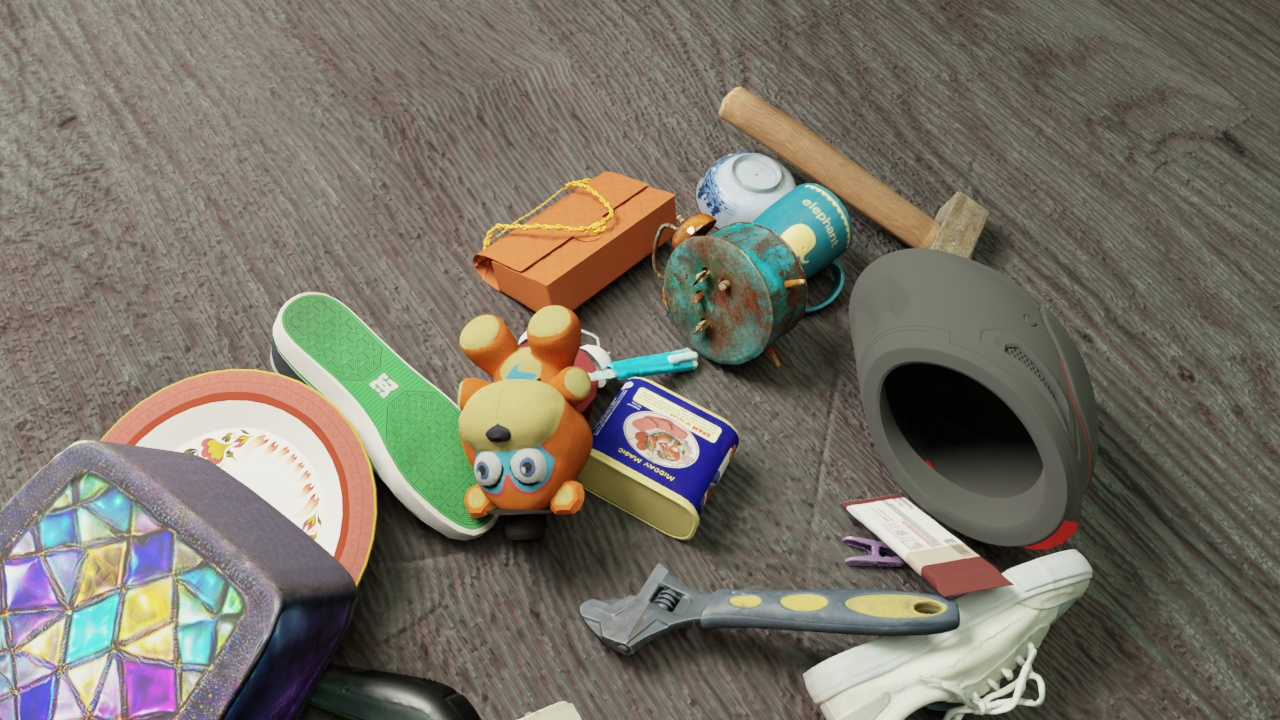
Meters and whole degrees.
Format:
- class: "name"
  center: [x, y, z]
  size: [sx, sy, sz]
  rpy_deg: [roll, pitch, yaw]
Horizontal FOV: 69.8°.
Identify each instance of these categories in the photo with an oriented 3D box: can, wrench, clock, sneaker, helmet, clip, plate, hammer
- class: "can"
  center: [0.014, 0.078, 0.757]
  size: [0.116, 0.057, 0.092]
  rpy_deg: [28, 54, 10]
- class: "wrench"
  center: [0.089, 0.182, 0.668]
  size: [0.273, 0.022, 0.073]
  rpy_deg: [-2, 38, 12]
- class: "clock"
  center: [0.067, -0.068, 0.828]
  size: [0.158, 0.121, 0.073]
  rpy_deg: [33, 44, 26]
- class: "sneaker"
  center: [-0.207, 0.055, 0.736]
  size: [0.235, 0.079, 0.084]
  rpy_deg: [47, 45, 2]
- class: "helmet"
  center: [0.282, 0.017, 0.776]
  size: [0.264, 0.165, 0.169]
  rpy_deg: [49, 45, 12]
- class: "clock"
  center: [-0.075, 0.019, 0.791]
  size: [0.087, 0.044, 0.124]
  rpy_deg: [21, 55, 6]
- class: "clip"
  center: [0.192, 0.160, 0.755]
  size: [0.052, 0.013, 0.035]
  rpy_deg: [10, 56, -5]
- class: "plate"
  center: [-0.303, 0.118, 0.669]
  size: [0.230, 0.021, 0.229]
  rpy_deg: [-1, 72, 2]
- class: "hammer"
  center: [0.207, -0.181, 0.941]
  size: [0.301, 0.037, 0.157]
  rpy_deg: [35, 56, 0]
- class: "sneaker"
  center: [0.244, 0.223, 0.680]
  size: [0.242, 0.090, 0.090]
  rpy_deg: [-21, 65, -15]

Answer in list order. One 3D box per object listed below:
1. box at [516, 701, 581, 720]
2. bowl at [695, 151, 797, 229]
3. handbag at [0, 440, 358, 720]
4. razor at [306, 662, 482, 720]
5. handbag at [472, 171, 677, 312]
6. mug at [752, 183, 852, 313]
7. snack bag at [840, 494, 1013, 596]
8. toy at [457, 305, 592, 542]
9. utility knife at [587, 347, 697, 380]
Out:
- class: "box"
  center: [-0.009, 0.254, 0.530]
  size: [0.106, 0.193, 0.143]
  rpy_deg: [-35, 72, -9]
- class: "bowl"
  center: [0.117, -0.184, 0.963]
  size: [0.114, 0.045, 0.114]
  rpy_deg: [4, 55, -6]
- class: "handbag"
  center: [-0.314, 0.183, 0.568]
  size: [0.205, 0.125, 0.222]
  rpy_deg: [34, 85, 11]
- class: "razor"
  center: [-0.172, 0.243, 0.621]
  size: [0.151, 0.054, 0.067]
  rpy_deg: [14, 80, 9]
- class: "handbag"
  center: [-0.062, -0.123, 0.878]
  size: [0.109, 0.060, 0.171]
  rpy_deg: [28, 53, 34]
- class: "mug"
  center: [0.150, -0.100, 0.897]
  size: [0.104, 0.085, 0.112]
  rpy_deg: [-36, 96, -22]
- class: "snack bag"
  center: [0.217, 0.141, 0.717]
  size: [0.057, 0.013, 0.158]
  rpy_deg: [-5, 17, -15]
- class: "toy"
  center: [-0.087, 0.049, 0.699]
  size: [0.112, 0.096, 0.176]
  rpy_deg: [-8, 88, 19]
- class: "utility knife"
  center: [-0.005, 0.005, 0.797]
  size: [0.151, 0.015, 0.022]
  rpy_deg: [-7, 57, -42]
